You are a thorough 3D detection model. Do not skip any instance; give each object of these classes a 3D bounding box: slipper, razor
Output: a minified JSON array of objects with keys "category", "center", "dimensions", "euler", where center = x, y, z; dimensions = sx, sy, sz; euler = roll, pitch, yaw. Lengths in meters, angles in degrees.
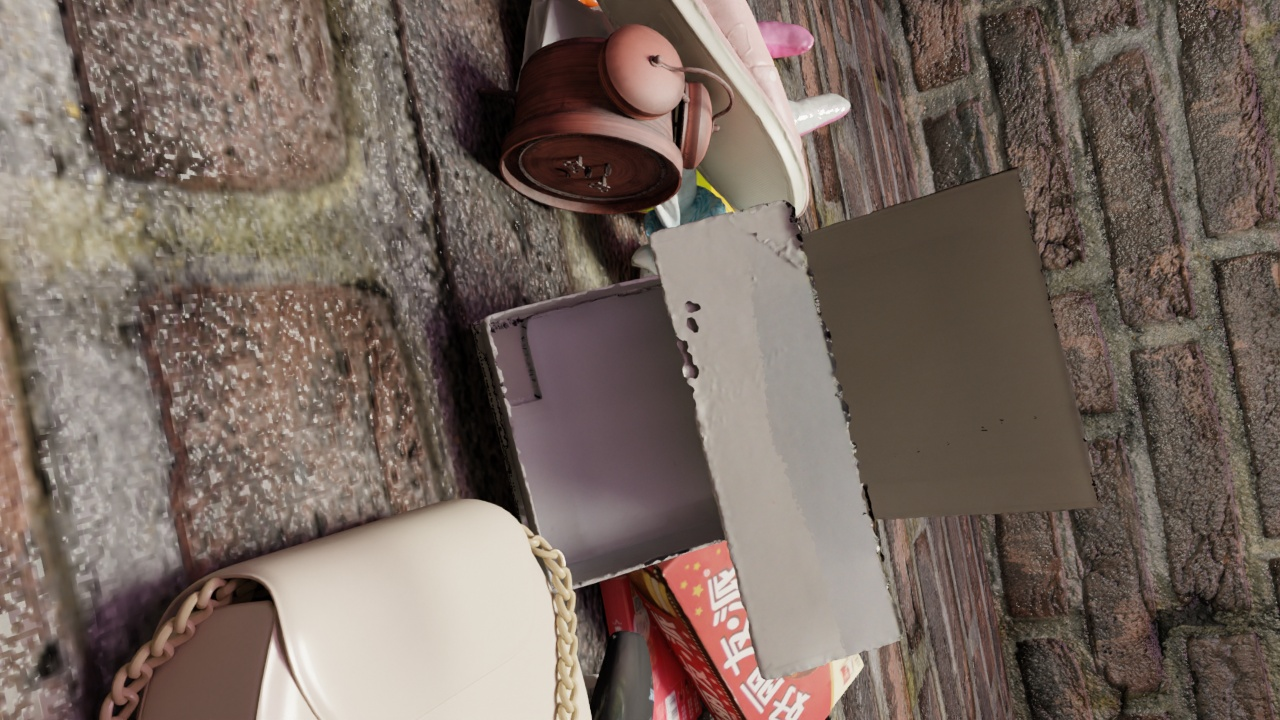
[{"category":"slipper","center":[0.040,-0.215,0.636],"dimensions":[0.054,0.114,0.274],"euler":[-41,106,-20]},{"category":"razor","center":[-0.007,0.228,0.527],"dimensions":[0.053,0.064,0.140],"euler":[65,28,-60]}]

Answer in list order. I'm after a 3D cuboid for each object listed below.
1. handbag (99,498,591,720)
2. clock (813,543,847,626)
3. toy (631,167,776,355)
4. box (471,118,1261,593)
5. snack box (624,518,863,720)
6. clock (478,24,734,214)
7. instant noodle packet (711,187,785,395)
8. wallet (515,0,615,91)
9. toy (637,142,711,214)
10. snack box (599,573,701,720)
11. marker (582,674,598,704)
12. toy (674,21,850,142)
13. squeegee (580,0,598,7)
[{"category":"handbag","center":[-0.091,0.170,0.378],"dimensions":[0.210,0.103,0.208],"euler":[-7,83,-66]},{"category":"clock","center":[0.182,0.255,0.936],"dimensions":[0.104,0.056,0.148],"euler":[-91,166,-79]},{"category":"toy","center":[0.028,-0.077,0.727],"dimensions":[0.105,0.131,0.205],"euler":[51,-14,45]},{"category":"box","center":[0.091,0.015,0.495],"dimensions":[0.149,0.370,0.167],"euler":[-17,93,-65]},{"category":"snack box","center":[0.077,0.180,0.663],"dimensions":[0.113,0.060,0.236],"euler":[-42,123,-24]},{"category":"clock","center":[-0.016,-0.153,0.593],"dimensions":[0.120,0.158,0.072],"euler":[28,61,-59]},{"category":"instant noodle packet","center":[0.080,-0.071,0.872],"dimensions":[0.162,0.084,0.221],"euler":[-27,94,-63]},{"category":"wallet","center":[-0.035,-0.212,0.671],"dimensions":[0.116,0.032,0.086],"euler":[5,94,-49]},{"category":"toy","center":[0.017,-0.150,0.759],"dimensions":[0.110,0.051,0.089],"euler":[30,45,-27]},{"category":"snack box","center":[0.009,0.209,0.664],"dimensions":[0.089,0.021,0.133],"euler":[-11,90,-65]},{"category":"marker","center":[-0.036,0.208,0.565],"dimensions":[0.125,0.025,0.025],"euler":[25,58,-60]},{"category":"toy","center":[0.068,-0.235,0.819],"dimensions":[0.265,0.186,0.128],"euler":[-113,-165,-50]},{"category":"squeegee","center":[-0.037,-0.299,0.719],"dimensions":[0.184,0.055,0.250],"euler":[-42,129,-45]}]
